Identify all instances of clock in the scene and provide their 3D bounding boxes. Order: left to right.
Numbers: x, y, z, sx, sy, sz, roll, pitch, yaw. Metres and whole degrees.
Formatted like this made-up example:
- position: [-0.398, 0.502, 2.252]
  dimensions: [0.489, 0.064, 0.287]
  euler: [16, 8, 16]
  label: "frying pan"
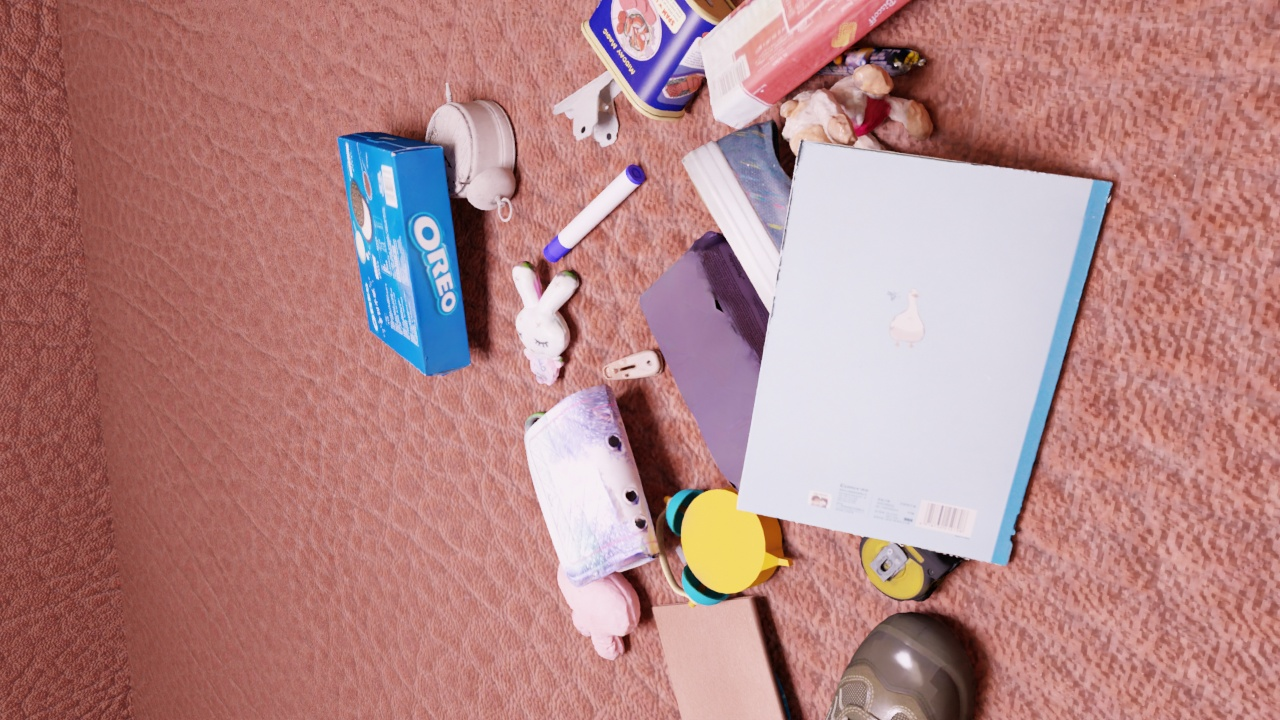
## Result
- position: [-0.171, -0.200, 0.933]
  dimensions: [0.157, 0.061, 0.104]
  euler: [57, 134, 25]
  label: "clock"
- position: [0.064, 0.152, 0.767]
  dimensions: [0.130, 0.043, 0.099]
  euler: [-24, 74, 38]
  label: "clock"

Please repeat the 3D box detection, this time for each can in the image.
- position: [0.016, -0.264, 0.721]
  dimensions: [0.092, 0.056, 0.116]
  euler: [-49, 63, 40]
  label: "can"

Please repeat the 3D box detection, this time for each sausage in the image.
- position: [0.128, -0.209, 0.639]
  dimensions: [0.155, 0.020, 0.020]
  euler: [20, 113, 43]
  label: "sausage"

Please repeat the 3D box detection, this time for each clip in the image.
- position: [-0.037, -0.220, 0.820]
  dimensions: [0.102, 0.045, 0.055]
  euler: [-15, 80, 49]
  label: "clip"
- position: [-0.010, 0.005, 0.826]
  dimensions: [0.059, 0.052, 0.026]
  euler: [177, 84, -75]
  label: "clip"

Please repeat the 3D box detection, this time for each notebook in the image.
- position: [0.080, 0.313, 0.795]
  dimensions: [0.142, 0.008, 0.209]
  euler: [-26, 77, 53]
  label: "notebook"
- position: [0.168, 0.001, 0.578]
  dimensions: [0.181, 0.009, 0.254]
  euler: [11, 109, 11]
  label: "notebook"

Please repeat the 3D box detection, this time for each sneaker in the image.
- position: [0.118, -0.068, 0.654]
  dimensions: [0.079, 0.087, 0.235]
  euler: [-32, 76, 10]
  label: "sneaker"
- position: [0.140, 0.290, 0.642]
  dimensions: [0.101, 0.142, 0.238]
  euler: [29, 118, 41]
  label: "sneaker"

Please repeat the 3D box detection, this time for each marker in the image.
- position: [-0.044, -0.132, 0.841]
  dimensions: [0.142, 0.020, 0.020]
  euler: [-35, 72, 44]
  label: "marker"

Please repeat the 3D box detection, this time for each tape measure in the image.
- position: [0.183, 0.138, 0.643]
  dimensions: [0.061, 0.034, 0.061]
  euler: [48, 131, 30]
  label: "tape measure"

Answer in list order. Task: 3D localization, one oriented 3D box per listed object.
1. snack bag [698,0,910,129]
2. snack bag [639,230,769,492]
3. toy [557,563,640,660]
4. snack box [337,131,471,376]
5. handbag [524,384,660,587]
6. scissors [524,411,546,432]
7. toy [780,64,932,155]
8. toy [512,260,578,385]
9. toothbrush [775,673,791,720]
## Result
- position: [0.129, -0.242, 0.591]
  dimensions: [0.226, 0.041, 0.077]
  euler: [-30, 56, 39]
  label: "snack bag"
- position: [0.070, 0.005, 0.717]
  dimensions: [0.097, 0.058, 0.205]
  euler: [-43, 64, 42]
  label: "snack bag"
- position: [-0.042, 0.242, 0.900]
  dimensions: [0.108, 0.053, 0.105]
  euler: [33, 132, 38]
  label: "toy"
- position: [-0.261, -0.122, 1.005]
  dimensions: [0.196, 0.056, 0.239]
  euler: [27, 127, 53]
  label: "snack box"
- position: [-0.037, 0.114, 0.830]
  dimensions: [0.127, 0.069, 0.158]
  euler: [-41, 64, 54]
  label: "handbag"
- position: [-0.060, 0.101, 0.917]
  dimensions: [0.171, 0.023, 0.172]
  euler: [23, 109, 44]
  label: "scissors"
- position: [0.129, -0.158, 0.608]
  dimensions: [0.106, 0.085, 0.074]
  euler: [30, 98, 50]
  label: "toy"
- position: [-0.096, -0.035, 0.906]
  dimensions: [0.079, 0.037, 0.123]
  euler: [13, 111, 38]
  label: "toy"
- position: [0.119, 0.307, 0.766]
  dimensions: [0.022, 0.017, 0.135]
  euler: [-25, 77, 47]
  label: "toothbrush"
